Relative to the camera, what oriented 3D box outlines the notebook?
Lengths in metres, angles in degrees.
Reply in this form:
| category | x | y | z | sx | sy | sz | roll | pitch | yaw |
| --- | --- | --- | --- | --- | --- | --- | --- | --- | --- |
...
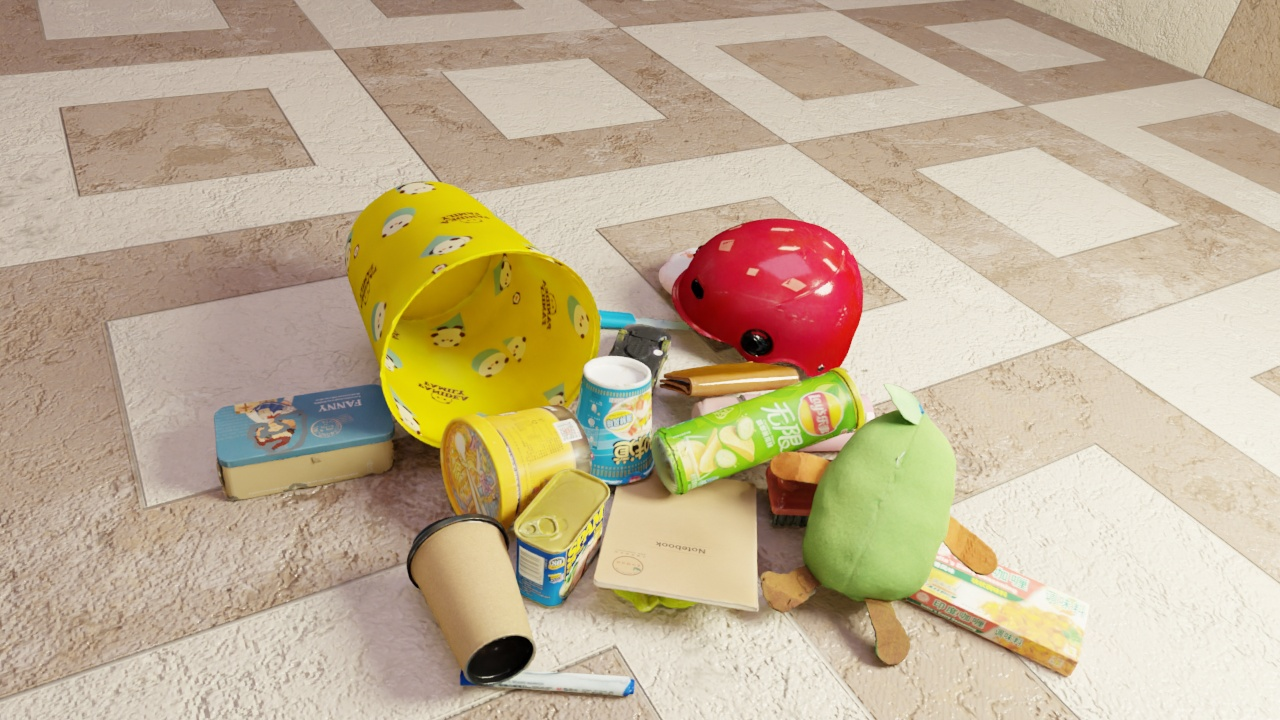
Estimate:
| category | x | y | z | sx | sy | sz | roll | pitch | yaw |
| --- | --- | --- | --- | --- | --- | --- | --- | --- | --- |
| notebook | 0.041 | 0.165 | 0.896 | 0.148 | 0.008 | 0.207 | 8 | 24 | 3 |

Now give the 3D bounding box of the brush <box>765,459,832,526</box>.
| category | x | y | z | sx | sy | sz | roll | pitch | yaw |
| --- | --- | --- | --- | --- | --- | --- | --- | --- | --- |
| brush | 0.205 | 0.135 | 0.949 | 0.146 | 0.069 | 0.063 | 4 | 38 | -4 |

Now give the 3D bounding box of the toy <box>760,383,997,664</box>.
| category | x | y | z | sx | sy | sz | roll | pitch | yaw |
| --- | --- | --- | --- | --- | --- | --- | --- | --- | --- |
| toy | 0.224 | 0.150 | 0.869 | 0.227 | 0.090 | 0.246 | 25 | 73 | 13 |

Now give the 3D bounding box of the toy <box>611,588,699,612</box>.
| category | x | y | z | sx | sy | sz | roll | pitch | yaw |
| --- | --- | --- | --- | --- | --- | --- | --- | --- | --- |
| toy | 0.026 | 0.205 | 0.858 | 0.100 | 0.031 | 0.096 | 12 | 30 | 8 |

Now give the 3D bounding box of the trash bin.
| category | x | y | z | sx | sy | sz | roll | pitch | yaw |
| --- | --- | --- | --- | --- | --- | --- | --- | --- | --- |
| trash bin | -0.201 | -0.065 | 0.999 | 0.229 | 0.230 | 0.255 | -14 | 36 | -25 |

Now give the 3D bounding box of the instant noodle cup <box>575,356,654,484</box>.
| category | x | y | z | sx | sy | sz | roll | pitch | yaw |
| --- | --- | --- | --- | --- | --- | --- | --- | --- | --- |
| instant noodle cup | -0.027 | 0.058 | 0.964 | 0.099 | 0.110 | 0.099 | 5 | 26 | -2 |

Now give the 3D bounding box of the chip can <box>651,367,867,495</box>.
| category | x | y | z | sx | sy | sz | roll | pitch | yaw |
| --- | --- | --- | --- | --- | --- | --- | --- | --- | --- |
| chip can | 0.120 | 0.073 | 0.951 | 0.221 | 0.073 | 0.072 | -19 | 43 | -11 |

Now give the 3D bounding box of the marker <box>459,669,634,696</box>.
| category | x | y | z | sx | sy | sz | roll | pitch | yaw |
| --- | --- | --- | --- | --- | --- | --- | --- | --- | --- |
| marker | -0.078 | 0.269 | 0.770 | 0.146 | 0.017 | 0.016 | 5 | 37 | -3 |

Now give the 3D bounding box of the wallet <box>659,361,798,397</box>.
| category | x | y | z | sx | sy | sz | roll | pitch | yaw |
| --- | --- | --- | --- | --- | --- | --- | --- | --- | --- |
| wallet | 0.097 | 0.020 | 1.060 | 0.130 | 0.035 | 0.119 | -5 | 2 | -18 |

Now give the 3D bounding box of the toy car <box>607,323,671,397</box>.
| category | x | y | z | sx | sy | sz | roll | pitch | yaw |
| --- | --- | --- | --- | --- | --- | --- | --- | --- | --- |
| toy car | -0.007 | 0.006 | 1.103 | 0.070 | 0.042 | 0.157 | 15 | 38 | 9 |

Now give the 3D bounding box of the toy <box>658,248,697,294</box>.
| category | x | y | z | sx | sy | sz | roll | pitch | yaw |
| --- | --- | --- | --- | --- | --- | --- | --- | --- | --- |
| toy | 0.102 | -0.101 | 1.259 | 0.159 | 0.054 | 0.121 | 39 | 47 | 24 |

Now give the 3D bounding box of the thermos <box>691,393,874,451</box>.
| category | x | y | z | sx | sy | sz | roll | pitch | yaw |
| --- | --- | --- | --- | --- | --- | --- | --- | --- | --- |
| thermos | 0.159 | 0.079 | 1.025 | 0.198 | 0.067 | 0.087 | -1 | 67 | -11 |

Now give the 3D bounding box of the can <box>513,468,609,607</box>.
| category | x | y | z | sx | sy | sz | roll | pitch | yaw |
| --- | --- | --- | --- | --- | --- | --- | --- | --- | --- |
| can | -0.074 | 0.165 | 0.851 | 0.057 | 0.083 | 0.101 | 21 | 39 | 17 |

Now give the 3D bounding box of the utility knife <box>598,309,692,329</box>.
| category | x | y | z | sx | sy | sz | roll | pitch | yaw |
| --- | --- | --- | --- | --- | --- | --- | --- | --- | --- |
| utility knife | -0.040 | -0.053 | 1.193 | 0.218 | 0.018 | 0.034 | 4 | 36 | -2 |

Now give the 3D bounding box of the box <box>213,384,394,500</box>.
| category | x | y | z | sx | sy | sz | roll | pitch | yaw |
| --- | --- | --- | --- | --- | --- | --- | --- | --- | --- |
| box | -0.335 | 0.080 | 0.938 | 0.184 | 0.061 | 0.089 | -12 | 42 | -21 |

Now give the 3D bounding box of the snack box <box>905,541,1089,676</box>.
| category | x | y | z | sx | sy | sz | roll | pitch | yaw |
| --- | --- | --- | --- | --- | --- | --- | --- | --- | --- |
| snack box | 0.342 | 0.232 | 0.879 | 0.156 | 0.027 | 0.076 | 23 | 40 | 19 |

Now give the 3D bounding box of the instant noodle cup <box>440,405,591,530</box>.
| category | x | y | z | sx | sy | sz | roll | pitch | yaw |
| --- | --- | --- | --- | --- | --- | --- | --- | --- | --- |
| instant noodle cup | -0.120 | 0.101 | 0.907 | 0.114 | 0.119 | 0.118 | -15 | 42 | -37 |

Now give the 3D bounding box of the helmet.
| category | x | y | z | sx | sy | sz | roll | pitch | yaw |
| --- | --- | --- | --- | --- | --- | --- | --- | --- | --- |
| helmet | 0.172 | -0.102 | 1.151 | 0.240 | 0.144 | 0.206 | 15 | 43 | -6 |

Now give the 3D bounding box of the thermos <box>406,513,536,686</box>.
| category | x | y | z | sx | sy | sz | roll | pitch | yaw |
| --- | --- | --- | --- | --- | --- | --- | --- | --- | --- |
| thermos | -0.142 | 0.201 | 0.782 | 0.093 | 0.093 | 0.143 | -11 | 39 | -23 |
